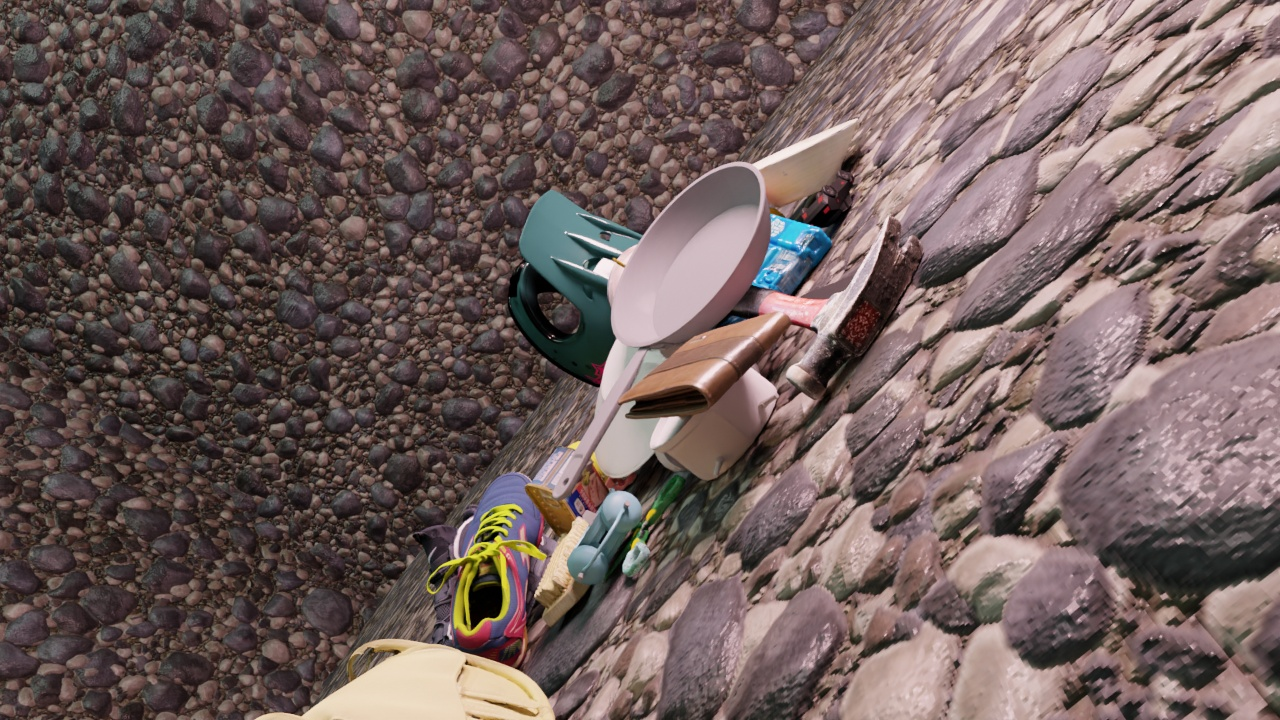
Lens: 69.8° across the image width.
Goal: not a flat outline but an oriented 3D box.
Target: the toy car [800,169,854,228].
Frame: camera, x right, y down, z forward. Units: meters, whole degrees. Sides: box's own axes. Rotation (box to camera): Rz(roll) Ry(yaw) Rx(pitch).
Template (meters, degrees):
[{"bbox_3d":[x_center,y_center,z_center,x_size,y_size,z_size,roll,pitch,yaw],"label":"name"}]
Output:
[{"bbox_3d":[0.203,-0.168,0.971,0.091,0.036,0.042,-45,-2,-44],"label":"toy car"}]

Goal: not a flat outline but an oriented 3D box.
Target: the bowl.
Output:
[{"bbox_3d":[0.194,-0.233,1.130,0.177,0.058,0.176,-25,11,5],"label":"bowl"}]

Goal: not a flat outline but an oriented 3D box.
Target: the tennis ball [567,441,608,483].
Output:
[{"bbox_3d":[-0.067,0.129,1.105,0.065,0.065,0.065,-51,7,8],"label":"tennis ball"}]

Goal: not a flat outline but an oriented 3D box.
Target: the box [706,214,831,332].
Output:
[{"bbox_3d":[0.085,-0.044,0.978,0.243,0.070,0.171,-52,6,-3],"label":"box"}]

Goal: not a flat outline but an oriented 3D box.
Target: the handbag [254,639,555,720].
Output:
[{"bbox_3d":[-0.137,0.242,0.592,0.233,0.191,0.088,53,-122,-84],"label":"handbag"}]

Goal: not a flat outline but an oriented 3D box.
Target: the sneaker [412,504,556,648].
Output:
[{"bbox_3d":[-0.198,0.250,1.004,0.097,0.151,0.251,-46,10,36],"label":"sneaker"}]

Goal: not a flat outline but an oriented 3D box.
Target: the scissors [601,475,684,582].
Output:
[{"bbox_3d":[0.000,0.151,0.782,0.126,0.011,0.130,-55,4,21],"label":"scissors"}]

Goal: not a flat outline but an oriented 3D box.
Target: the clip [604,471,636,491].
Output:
[{"bbox_3d":[-0.022,0.134,0.997,0.023,0.044,0.060,-56,-22,-49],"label":"clip"}]

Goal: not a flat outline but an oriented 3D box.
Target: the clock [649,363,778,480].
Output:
[{"bbox_3d":[0.056,0.042,0.765,0.120,0.061,0.159,-53,8,-2],"label":"clock"}]

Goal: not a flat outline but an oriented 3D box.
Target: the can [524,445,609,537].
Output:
[{"bbox_3d":[-0.069,0.140,0.945,0.054,0.100,0.058,10,51,37],"label":"can"}]

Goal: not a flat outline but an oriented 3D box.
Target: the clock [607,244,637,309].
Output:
[{"bbox_3d":[0.033,-0.066,1.078,0.116,0.158,0.059,-29,13,-25],"label":"clock"}]

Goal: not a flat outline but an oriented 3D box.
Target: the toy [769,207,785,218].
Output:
[{"bbox_3d":[0.117,-0.140,1.167,0.147,0.099,0.216,-45,12,2],"label":"toy"}]

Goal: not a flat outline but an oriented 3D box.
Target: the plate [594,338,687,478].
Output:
[{"bbox_3d":[-0.005,0.005,0.934,0.230,0.030,0.228,-50,28,39],"label":"plate"}]

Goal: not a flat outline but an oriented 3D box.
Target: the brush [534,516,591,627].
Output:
[{"bbox_3d":[-0.065,0.195,0.872,0.049,0.039,0.116,-48,11,29],"label":"brush"}]

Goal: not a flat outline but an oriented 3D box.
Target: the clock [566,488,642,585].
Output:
[{"bbox_3d":[-0.034,0.151,0.799,0.087,0.042,0.123,-57,-1,-3],"label":"clock"}]

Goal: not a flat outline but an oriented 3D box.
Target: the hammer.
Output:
[{"bbox_3d":[0.117,-0.053,0.774,0.140,0.036,0.326,-53,15,-3],"label":"hammer"}]

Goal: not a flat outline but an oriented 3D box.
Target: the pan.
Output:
[{"bbox_3d":[0.016,-0.027,0.825,0.201,0.050,0.355,-6,55,56],"label":"pan"}]

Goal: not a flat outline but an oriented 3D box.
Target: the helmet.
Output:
[{"bbox_3d":[-0.047,-0.083,1.183,0.201,0.274,0.176,-41,21,52],"label":"helmet"}]

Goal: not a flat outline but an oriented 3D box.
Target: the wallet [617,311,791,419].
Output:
[{"bbox_3d":[0.046,0.005,0.691,0.098,0.027,0.121,-42,13,-28],"label":"wallet"}]

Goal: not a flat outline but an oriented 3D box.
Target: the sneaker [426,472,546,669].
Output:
[{"bbox_3d":[-0.142,0.194,0.927,0.116,0.091,0.241,-12,41,8],"label":"sneaker"}]
